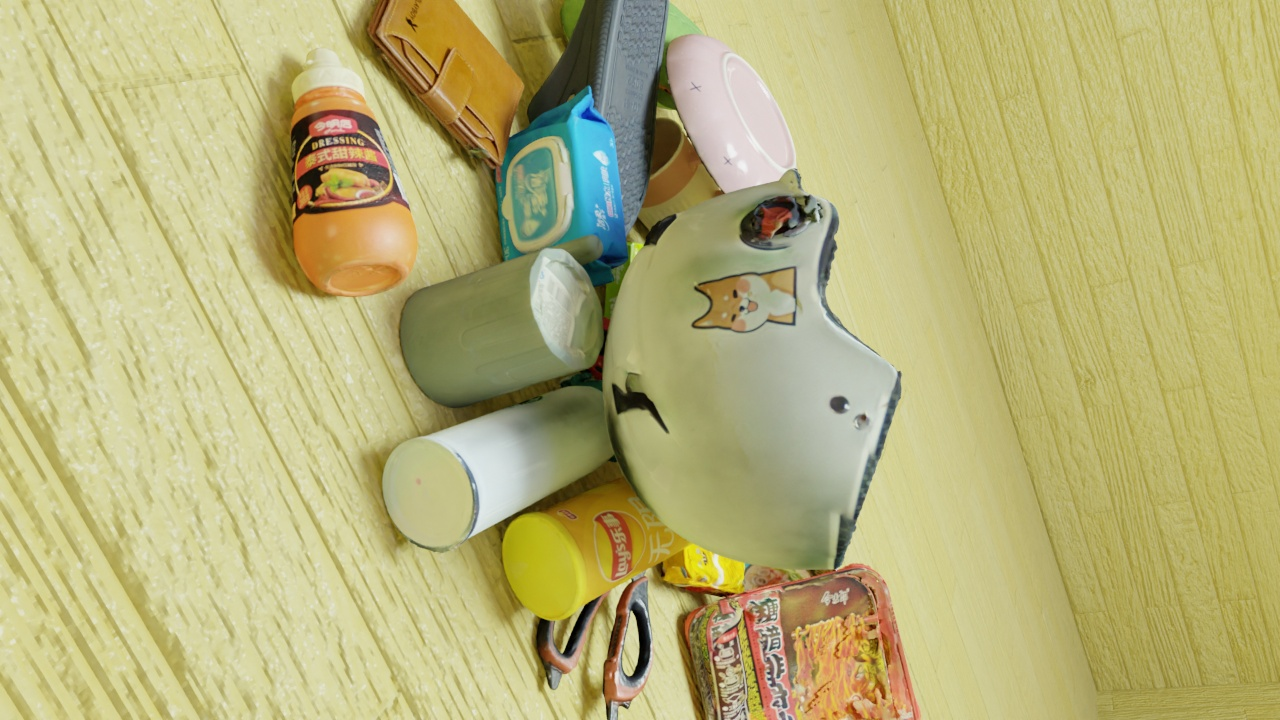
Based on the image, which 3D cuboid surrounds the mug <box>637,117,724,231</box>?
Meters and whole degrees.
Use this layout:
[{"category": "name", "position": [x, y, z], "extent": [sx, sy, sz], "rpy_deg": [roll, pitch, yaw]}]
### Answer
[{"category": "mug", "position": [0.039, -0.167, 0.871], "extent": [0.106, 0.115, 0.081], "rpy_deg": [46, 51, -45]}]

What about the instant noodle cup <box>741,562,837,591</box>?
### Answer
[{"category": "instant noodle cup", "position": [0.139, 0.174, 0.908], "extent": [0.111, 0.111, 0.120], "rpy_deg": [58, 24, -29]}]

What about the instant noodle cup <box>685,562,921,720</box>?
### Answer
[{"category": "instant noodle cup", "position": [0.139, 0.273, 0.812], "extent": [0.079, 0.188, 0.164], "rpy_deg": [143, -65, -82]}]

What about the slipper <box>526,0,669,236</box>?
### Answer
[{"category": "slipper", "position": [-0.039, -0.215, 0.773], "extent": [0.110, 0.083, 0.268], "rpy_deg": [-7, 109, -63]}]

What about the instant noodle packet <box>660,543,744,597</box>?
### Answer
[{"category": "instant noodle packet", "position": [0.051, 0.142, 0.817], "extent": [0.110, 0.044, 0.128], "rpy_deg": [30, 49, -51]}]

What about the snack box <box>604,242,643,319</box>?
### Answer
[{"category": "snack box", "position": [0.016, -0.061, 0.844], "extent": [0.156, 0.026, 0.086], "rpy_deg": [-5, 100, -62]}]

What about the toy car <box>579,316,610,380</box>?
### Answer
[{"category": "toy car", "position": [-0.004, 0.004, 0.722], "extent": [0.049, 0.106, 0.031], "rpy_deg": [-53, 161, -20]}]

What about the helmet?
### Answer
[{"category": "helmet", "position": [0.051, 0.008, 0.604], "extent": [0.230, 0.157, 0.273], "rpy_deg": [90, -9, -56]}]

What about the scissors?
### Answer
[{"category": "scissors", "position": [-0.004, 0.167, 0.695], "extent": [0.201, 0.015, 0.206], "rpy_deg": [4, 67, -46]}]

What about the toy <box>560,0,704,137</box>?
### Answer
[{"category": "toy", "position": [0.011, -0.309, 0.912], "extent": [0.246, 0.090, 0.227], "rpy_deg": [10, 46, -52]}]

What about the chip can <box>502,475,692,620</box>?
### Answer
[{"category": "chip can", "position": [0.002, 0.115, 0.663], "extent": [0.212, 0.072, 0.072], "rpy_deg": [-15, 90, -48]}]

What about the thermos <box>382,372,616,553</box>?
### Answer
[{"category": "thermos", "position": [-0.072, 0.057, 0.615], "extent": [0.223, 0.073, 0.073], "rpy_deg": [-20, 94, -62]}]

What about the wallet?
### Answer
[{"category": "wallet", "position": [-0.139, -0.210, 0.662], "extent": [0.130, 0.035, 0.118], "rpy_deg": [46, 34, -41]}]

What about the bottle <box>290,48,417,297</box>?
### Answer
[{"category": "bottle", "position": [-0.172, -0.113, 0.527], "extent": [0.066, 0.067, 0.149], "rpy_deg": [11, 60, -59]}]

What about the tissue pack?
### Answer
[{"category": "tissue pack", "position": [-0.063, -0.121, 0.685], "extent": [0.052, 0.095, 0.157], "rpy_deg": [14, 65, -51]}]

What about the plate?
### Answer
[{"category": "plate", "position": [0.094, -0.216, 0.836], "extent": [0.192, 0.039, 0.192], "rpy_deg": [37, 39, -39]}]

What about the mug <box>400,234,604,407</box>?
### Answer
[{"category": "mug", "position": [-0.082, -0.034, 0.599], "extent": [0.084, 0.104, 0.123], "rpy_deg": [56, 34, -30]}]
